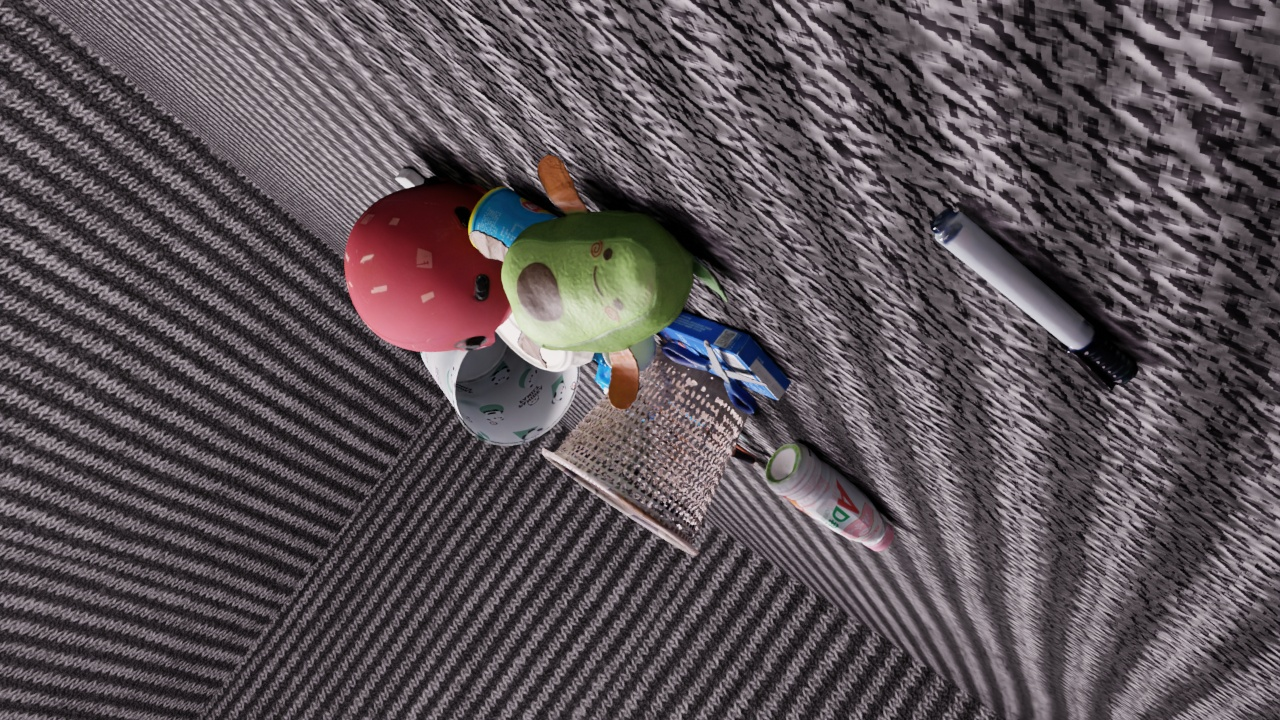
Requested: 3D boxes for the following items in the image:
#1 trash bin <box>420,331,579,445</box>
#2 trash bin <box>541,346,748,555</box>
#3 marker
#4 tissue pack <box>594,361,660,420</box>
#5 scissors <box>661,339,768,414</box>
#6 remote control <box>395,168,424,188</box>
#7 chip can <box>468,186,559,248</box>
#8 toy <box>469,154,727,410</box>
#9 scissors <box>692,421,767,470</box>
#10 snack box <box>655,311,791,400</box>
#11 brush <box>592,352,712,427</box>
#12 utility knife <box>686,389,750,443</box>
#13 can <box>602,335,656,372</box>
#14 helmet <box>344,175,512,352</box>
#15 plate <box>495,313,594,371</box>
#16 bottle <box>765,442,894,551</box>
[{"bbox_3d":[-0.264,-0.003,1.623,0.229,0.229,0.252,43,174,-36],"label":"trash bin"},{"bbox_3d":[0.023,0.098,1.127,0.227,0.192,0.228,32,169,7],"label":"trash bin"},{"bbox_3d":[0.196,-0.029,0.458,0.130,0.022,0.018,36,177,-9],"label":"marker"},{"bbox_3d":[-0.020,0.048,1.473,0.095,0.052,0.157,32,170,20],"label":"tissue pack"},{"bbox_3d":[0.078,0.013,0.924,0.162,0.012,0.176,28,167,39],"label":"scissors"},{"bbox_3d":[-0.260,-0.199,1.223,0.150,0.021,0.058,42,169,-28],"label":"remote control"},{"bbox_3d":[-0.072,-0.099,0.904,0.210,0.071,0.071,31,169,26],"label":"chip can"},{"bbox_3d":[-0.050,-0.065,0.795,0.247,0.089,0.227,-8,107,42],"label":"toy"},{"bbox_3d":[0.158,0.142,1.351,0.225,0.015,0.189,28,-176,-19],"label":"scissors"},{"bbox_3d":[0.075,-0.012,0.940,0.157,0.026,0.084,24,164,51],"label":"snack box"},{"bbox_3d":[-0.007,0.007,1.261,0.314,0.060,0.109,36,176,-12],"label":"brush"},{"bbox_3d":[0.084,0.057,1.264,0.219,0.015,0.033,42,170,-32],"label":"utility knife"},{"bbox_3d":[-0.015,-0.020,1.040,0.058,0.058,0.146,37,-177,-6],"label":"can"},{"bbox_3d":[-0.253,-0.104,1.057,0.241,0.143,0.207,-8,96,53],"label":"helmet"},{"bbox_3d":[-0.138,-0.069,1.131,0.205,0.045,0.205,35,150,24],"label":"plate"},{"bbox_3d":[0.244,0.177,1.152,0.197,0.068,0.068,36,171,-24],"label":"bottle"}]
